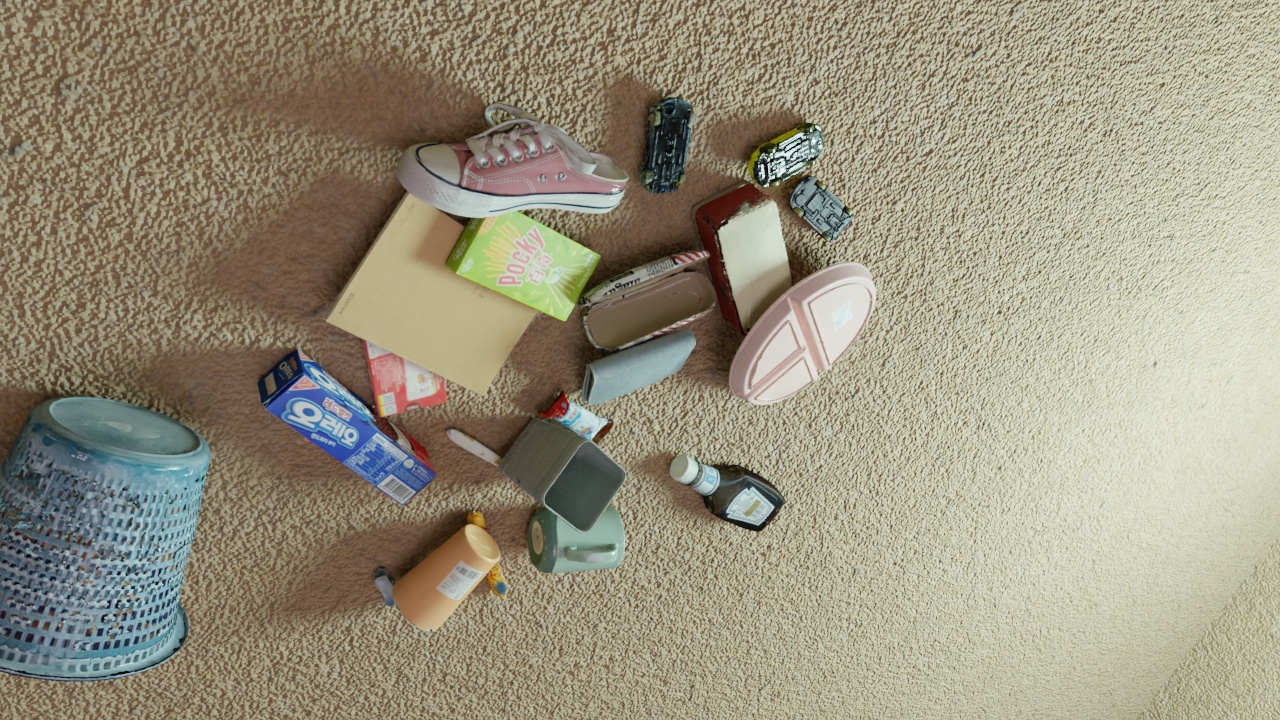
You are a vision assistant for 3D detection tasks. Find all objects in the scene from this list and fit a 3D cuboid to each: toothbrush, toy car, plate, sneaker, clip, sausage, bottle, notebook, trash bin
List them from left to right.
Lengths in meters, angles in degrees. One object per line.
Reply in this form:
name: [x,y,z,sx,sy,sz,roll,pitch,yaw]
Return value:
trash bin: [-0.503,0.147,0.844,0.226,0.227,0.195,20,96,-35]
clip: [-0.313,0.280,1.133,0.025,0.036,0.058,-23,128,-11]
notebook: [-0.201,-0.062,0.952,0.211,0.012,0.149,32,92,-46]
sausage: [-0.195,0.250,1.173,0.021,0.021,0.165,-21,127,-15]
toothbrush: [-0.164,0.127,1.119,0.016,0.018,0.191,-49,126,5]
sneaker: [-0.112,-0.195,0.885,0.240,0.118,0.088,-4,138,-33]
toy car: [0.027,-0.230,0.981,0.048,0.031,0.106,-6,123,-25]
bottle: [0.118,0.180,1.281,0.194,0.044,0.080,30,103,-37]
toy car: [0.166,-0.237,1.051,0.105,0.032,0.048,-31,129,-22]
plate: [0.209,-0.027,1.157,0.229,0.028,0.230,-28,148,-20]
toy car: [0.214,-0.185,1.107,0.106,0.031,0.049,30,102,-40]

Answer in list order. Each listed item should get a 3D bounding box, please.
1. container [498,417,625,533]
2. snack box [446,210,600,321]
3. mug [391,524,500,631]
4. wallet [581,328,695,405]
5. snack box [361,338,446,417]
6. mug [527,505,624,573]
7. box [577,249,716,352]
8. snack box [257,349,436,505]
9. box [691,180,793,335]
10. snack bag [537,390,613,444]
container: [-0.096,0.131,1.081,0.090,0.114,0.090,-54,130,-13]
snack box: [-0.120,-0.105,0.967,0.156,0.026,0.086,24,99,-45]
mug: [-0.232,0.260,1.115,0.123,0.078,0.078,-44,129,12]
wallet: [-0.006,0.006,1.089,0.129,0.037,0.107,-20,163,-17]
snack box: [-0.254,-0.014,0.974,0.075,0.025,0.153,-14,125,-21]
mug: [-0.079,0.232,1.166,0.106,0.112,0.082,2,100,-26]
box: [0.010,-0.075,1.041,0.162,0.076,0.087,-21,156,-11]
snack box: [-0.309,0.075,0.980,0.057,0.058,0.207,-41,130,1]
box: [0.130,-0.115,1.078,0.091,0.078,0.168,-28,129,-10]
snack bag: [-0.078,0.071,1.119,0.045,0.026,0.105,-50,130,6]
